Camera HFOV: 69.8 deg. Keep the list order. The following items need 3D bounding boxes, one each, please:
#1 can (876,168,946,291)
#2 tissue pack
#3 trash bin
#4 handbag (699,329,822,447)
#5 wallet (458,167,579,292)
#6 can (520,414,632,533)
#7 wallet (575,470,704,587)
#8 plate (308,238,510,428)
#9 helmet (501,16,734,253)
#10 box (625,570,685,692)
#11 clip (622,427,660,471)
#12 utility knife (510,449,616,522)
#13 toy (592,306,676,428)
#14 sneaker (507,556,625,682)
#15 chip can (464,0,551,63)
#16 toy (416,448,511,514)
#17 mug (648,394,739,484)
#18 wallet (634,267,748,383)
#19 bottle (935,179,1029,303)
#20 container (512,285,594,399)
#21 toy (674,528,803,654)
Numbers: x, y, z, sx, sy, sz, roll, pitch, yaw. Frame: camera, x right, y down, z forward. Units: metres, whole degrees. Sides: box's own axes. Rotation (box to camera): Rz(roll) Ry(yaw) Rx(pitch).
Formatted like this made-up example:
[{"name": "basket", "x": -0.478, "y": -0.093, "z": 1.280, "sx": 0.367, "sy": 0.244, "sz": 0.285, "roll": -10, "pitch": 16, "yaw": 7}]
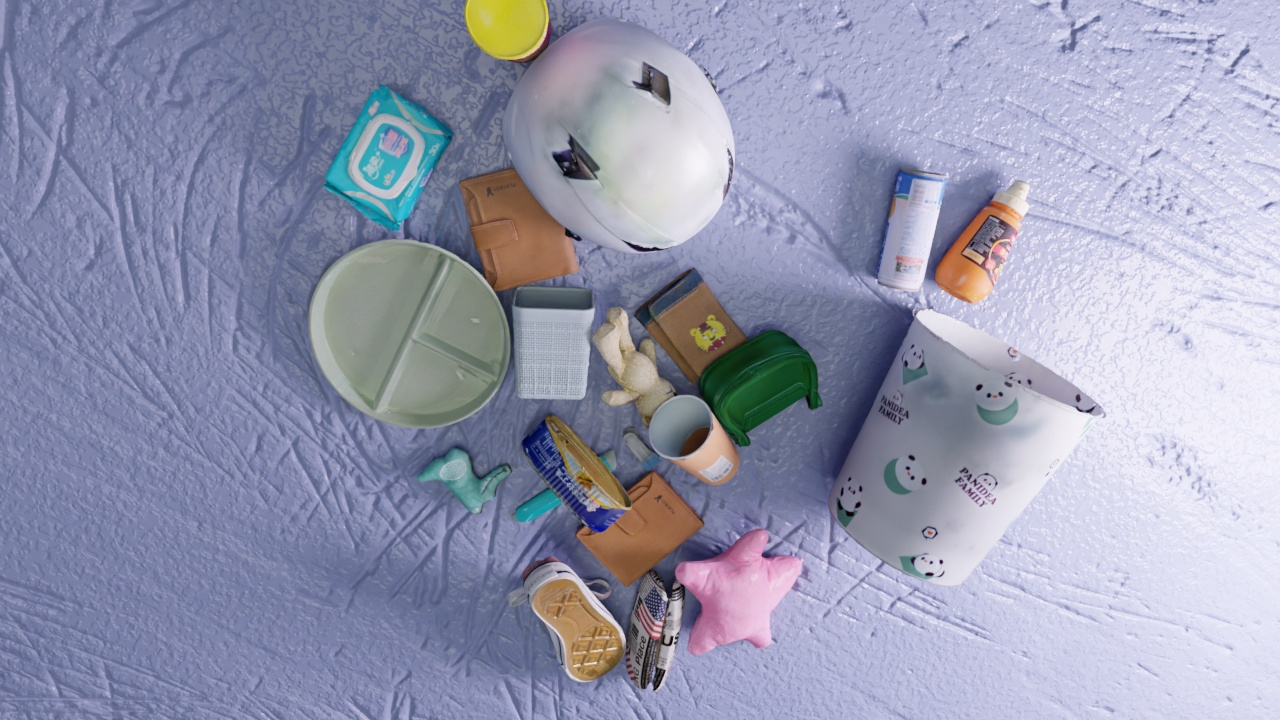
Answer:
[{"name": "can", "x": 0.310, "y": -0.150, "z": 1.054, "sx": 0.053, "sy": 0.053, "sz": 0.135, "roll": 6, "pitch": 106, "yaw": -7}, {"name": "tissue pack", "x": -0.271, "y": -0.216, "z": 0.985, "sx": 0.093, "sy": 0.050, "sz": 0.133, "roll": 30, "pitch": 103, "yaw": -14}, {"name": "trash bin", "x": 0.357, "y": 0.104, "z": 1.059, "sx": 0.229, "sy": 0.229, "sz": 0.252, "roll": 22, "pitch": 110, "yaw": -11}, {"name": "handbag", "x": 0.146, "y": 0.037, "z": 1.082, "sx": 0.131, "sy": 0.068, "sz": 0.120, "roll": -32, "pitch": 127, "yaw": 0}, {"name": "wallet", "x": -0.141, "y": -0.148, "z": 1.029, "sx": 0.119, "sy": 0.035, "sz": 0.131, "roll": -16, "pitch": 107, "yaw": -6}, {"name": "can", "x": -0.077, "y": 0.134, "z": 1.088, "sx": 0.049, "sy": 0.074, "sz": 0.148, "roll": -43, "pitch": 86, "yaw": 10}, {"name": "wallet", "x": -0.001, "y": 0.210, "z": 1.152, "sx": 0.132, "sy": 0.031, "sz": 0.108, "roll": -39, "pitch": 108, "yaw": 6}, {"name": "plate", "x": -0.259, "y": -0.029, "z": 1.039, "sx": 0.230, "sy": 0.027, "sz": 0.230, "roll": 1, "pitch": 113, "yaw": 3}, {"name": "helmet", "x": -0.004, "y": -0.212, "z": 0.937, "sx": 0.229, "sy": 0.146, "sz": 0.258, "roll": -43, "pitch": 118, "yaw": 6}, {"name": "box", "x": 0.010, "y": 0.347, "z": 1.177, "sx": 0.082, "sy": 0.075, "sz": 0.164, "roll": 13, "pitch": 108, "yaw": 3}, {"name": "clip", "x": -0.001, "y": 0.108, "z": 1.127, "sx": 0.026, "sy": 0.038, "sz": 0.058, "roll": -37, "pitch": 108, "yaw": 8}, {"name": "utility knife", "x": -0.094, "y": 0.158, "z": 1.137, "sx": 0.158, "sy": 0.013, "sz": 0.029, "roll": -32, "pitch": 104, "yaw": 8}, {"name": "toy", "x": -0.006, "y": 0.006, "z": 1.050, "sx": 0.066, "sy": 0.104, "sz": 0.157, "roll": 0, "pitch": 136, "yaw": 33}, {"name": "sneaker", "x": -0.090, "y": 0.312, "z": 1.146, "sx": 0.118, "sy": 0.088, "sz": 0.241, "roll": -30, "pitch": 132, "yaw": -7}, {"name": "chip can", "x": -0.122, "y": -0.324, "z": 0.880, "sx": 0.071, "sy": 0.210, "sz": 0.071, "roll": -1, "pitch": 107, "yaw": -4}, {"name": "toy", "x": -0.208, "y": 0.144, "z": 1.114, "sx": 0.096, "sy": 0.030, "sz": 0.092, "roll": -35, "pitch": 112, "yaw": -2}, {"name": "mug", "x": 0.070, "y": 0.100, "z": 1.076, "sx": 0.078, "sy": 0.078, "sz": 0.123, "roll": -37, "pitch": 143, "yaw": 6}, {"name": "wallet", "x": 0.060, "y": -0.039, "z": 1.080, "sx": 0.090, "sy": 0.033, "sz": 0.115, "roll": -38, "pitch": 110, "yaw": 6}, {"name": "bottle", "x": 0.404, "y": -0.141, "z": 1.065, "sx": 0.066, "sy": 0.066, "sz": 0.149, "roll": 29, "pitch": 96, "yaw": -13}, {"name": "container", "x": -0.100, "y": -0.019, "z": 1.042, "sx": 0.090, "sy": 0.090, "sz": 0.111, "roll": 2, "pitch": 109, "yaw": -5}, {"name": "toy", "x": 0.133, "y": 0.299, "z": 1.169, "sx": 0.178, "sy": 0.074, "sz": 0.195, "roll": -20, "pitch": 120, "yaw": -14}]
